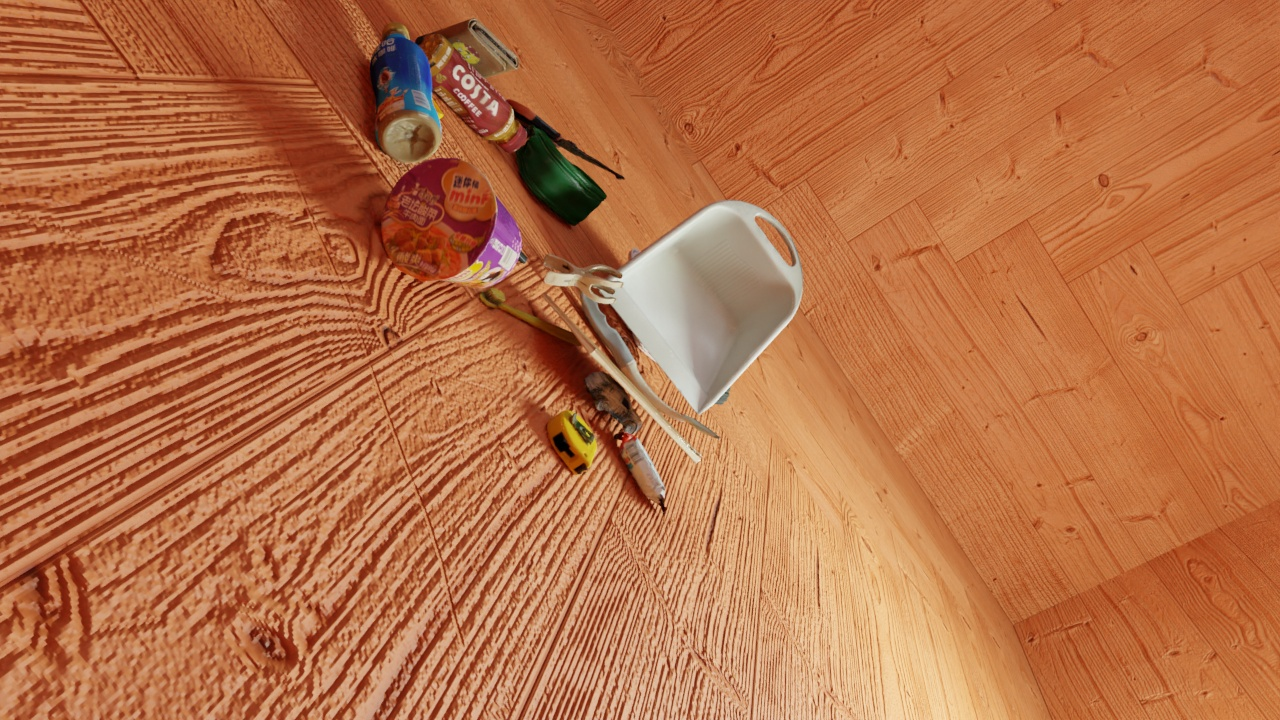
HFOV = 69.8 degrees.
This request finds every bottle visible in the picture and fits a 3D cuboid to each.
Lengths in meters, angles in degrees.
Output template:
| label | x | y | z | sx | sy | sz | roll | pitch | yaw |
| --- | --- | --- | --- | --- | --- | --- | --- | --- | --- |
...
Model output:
| label | x | y | z | sx | sy | sz | roll | pitch | yaw |
| --- | --- | --- | --- | --- | --- | --- | --- | --- | --- |
| bottle | -0.215 | -0.336 | 1.174 | 0.175 | 0.057 | 0.057 | 41 | 23 | -42 |
| bottle | -0.255 | -0.296 | 0.979 | 0.065 | 0.065 | 0.218 | 40 | 23 | -45 |

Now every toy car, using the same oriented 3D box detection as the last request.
| label | x | y | z | sx | sy | sz | roll | pitch | yaw |
| --- | --- | --- | --- | --- | --- | --- | --- | --- | --- |
| toy car | -0.028 | 0.047 | 1.031 | 0.090 | 0.034 | 0.043 | 46 | 3 | -36 |

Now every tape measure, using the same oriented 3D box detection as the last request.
| label | x | y | z | sx | sy | sz | roll | pitch | yaw |
| --- | --- | --- | --- | --- | --- | --- | --- | --- | --- |
| tape measure | -0.064 | 0.076 | 0.897 | 0.057 | 0.029 | 0.060 | 53 | 17 | -12 |

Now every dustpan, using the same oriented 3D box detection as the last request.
| label | x | y | z | sx | sy | sz | roll | pitch | yaw |
| --- | --- | --- | --- | --- | --- | --- | --- | --- | --- |
| dustpan | 0.110 | -0.100 | 1.262 | 0.222 | 0.143 | 0.256 | 51 | 38 | -8 |

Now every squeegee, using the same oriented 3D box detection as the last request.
| label | x | y | z | sx | sy | sz | roll | pitch | yaw |
| --- | --- | --- | --- | --- | --- | --- | --- | --- | --- |
| squeegee | -0.007 | 0.007 | 1.168 | 0.246 | 0.039 | 0.246 | 49 | -1 | -3 |

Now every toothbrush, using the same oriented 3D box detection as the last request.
| label | x | y | z | sx | sy | sz | roll | pitch | yaw |
| --- | --- | --- | --- | --- | --- | --- | --- | --- | --- |
| toothbrush | -0.113 | -0.045 | 1.001 | 0.190 | 0.017 | 0.015 | 27 | 35 | -60 |

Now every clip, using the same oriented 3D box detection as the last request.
| label | x | y | z | sx | sy | sz | roll | pitch | yaw |
| --- | --- | --- | --- | --- | --- | --- | --- | --- | --- |
| clip | -0.072 | -0.102 | 1.135 | 0.100 | 0.035 | 0.076 | 17 | 35 | -18 |

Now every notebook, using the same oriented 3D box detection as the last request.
| label | x | y | z | sx | sy | sz | roll | pitch | yaw |
| --- | --- | --- | --- | --- | --- | --- | --- | --- | --- |
| notebook | -0.021 | 0.019 | 1.029 | 0.211 | 0.012 | 0.149 | 47 | -1 | -37 |

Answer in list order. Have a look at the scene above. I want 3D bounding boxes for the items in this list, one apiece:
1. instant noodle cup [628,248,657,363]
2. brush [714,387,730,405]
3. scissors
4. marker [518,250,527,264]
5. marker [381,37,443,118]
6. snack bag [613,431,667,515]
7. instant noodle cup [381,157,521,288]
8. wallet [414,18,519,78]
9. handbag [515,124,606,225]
| label | x | y | z | sx | sy | sz | roll | pitch | yaw |
| --- | --- | --- | --- | --- | --- | --- | --- | --- | --- |
| instant noodle cup | 0.042 | -0.078 | 1.353 | 0.138 | 0.060 | 0.173 | 38 | 39 | -49 |
| brush | 0.092 | 0.013 | 1.409 | 0.069 | 0.063 | 0.145 | 15 | 37 | -20 |
| scissors | -0.115 | -0.317 | 1.308 | 0.210 | 0.015 | 0.177 | 27 | -8 | 43 |
| marker | -0.168 | -0.147 | 1.042 | 0.124 | 0.015 | 0.018 | 44 | 21 | -45 |
| marker | -0.273 | -0.337 | 1.092 | 0.124 | 0.015 | 0.018 | 56 | 15 | 6 |
| snack bag | 0.003 | 0.120 | 1.003 | 0.105 | 0.026 | 0.045 | 59 | -13 | 12 |
| instant noodle cup | -0.166 | -0.118 | 0.844 | 0.111 | 0.112 | 0.099 | 61 | 8 | 13 |
| wallet | -0.221 | -0.391 | 1.170 | 0.090 | 0.115 | 0.033 | 37 | 65 | -42 |
| handbag | -0.116 | -0.264 | 1.304 | 0.131 | 0.068 | 0.120 | 32 | 24 | -53 |
